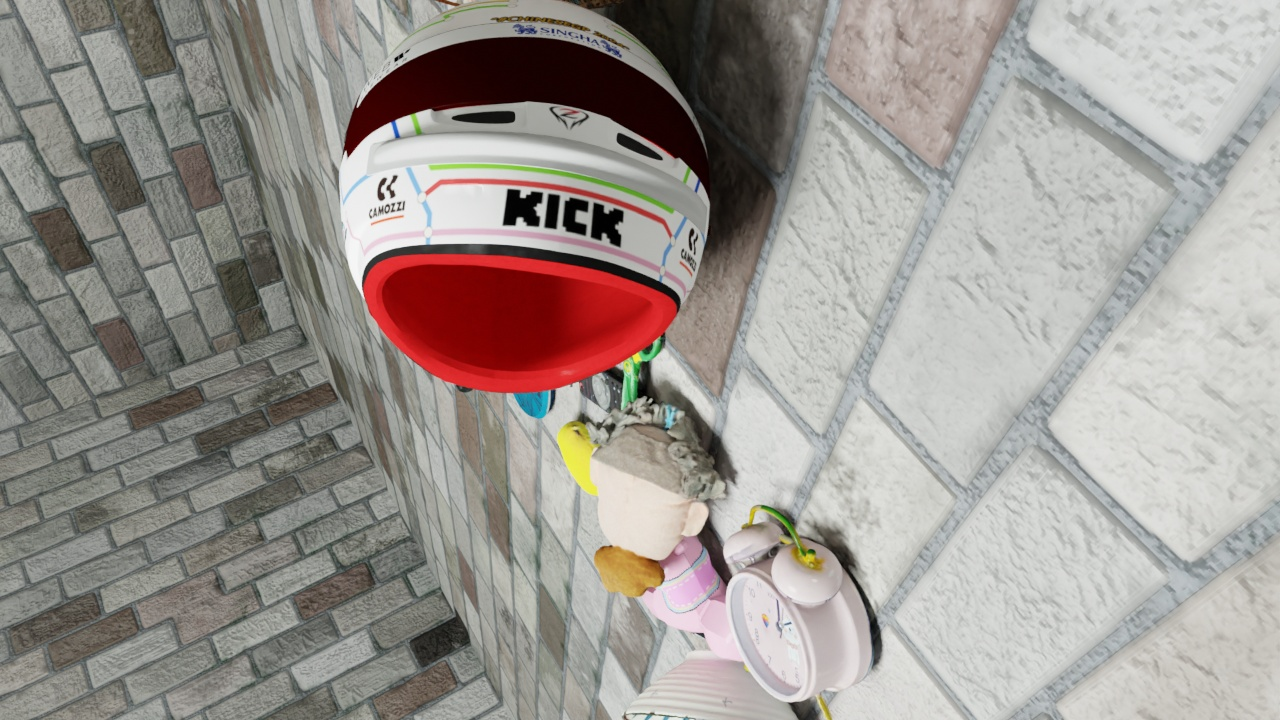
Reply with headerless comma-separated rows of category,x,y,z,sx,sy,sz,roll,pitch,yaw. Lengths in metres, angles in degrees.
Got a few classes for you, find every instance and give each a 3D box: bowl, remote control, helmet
bowl,0.075,0.315,0.858,0.178,0.177,0.070,118,165,-61
remote control,-0.027,0.031,0.902,0.140,0.021,0.045,29,129,56
helmet,-0.074,-0.117,0.600,0.315,0.231,0.235,136,140,-67

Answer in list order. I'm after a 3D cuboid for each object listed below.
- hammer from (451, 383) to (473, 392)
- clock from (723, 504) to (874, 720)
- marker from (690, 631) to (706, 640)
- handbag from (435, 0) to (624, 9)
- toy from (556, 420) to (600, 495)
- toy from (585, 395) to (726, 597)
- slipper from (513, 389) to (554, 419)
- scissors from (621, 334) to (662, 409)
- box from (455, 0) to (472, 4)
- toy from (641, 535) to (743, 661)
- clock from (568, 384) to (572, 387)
hammer,-0.237,-0.068,1.129,0.325,0.036,0.141,-115,16,-48
clock,0.113,0.182,0.692,0.117,0.058,0.158,17,120,59
marker,0.063,0.282,0.960,0.018,0.015,0.123,37,166,-25
handbag,-0.082,-0.277,0.628,0.196,0.043,0.093,1,124,38
toy,-0.062,0.112,1.029,0.095,0.041,0.094,38,150,46
toy,0.007,0.121,0.794,0.133,0.076,0.176,23,102,32
slipper,-0.153,-0.033,1.064,0.118,0.060,0.295,42,147,37
scissors,-0.015,0.000,0.827,0.078,0.013,0.132,43,136,34
box,-0.124,-0.251,0.761,0.120,0.094,0.217,-76,-17,-53
toy,0.050,0.208,0.842,0.158,0.067,0.123,13,134,57
clock,-0.111,-0.052,0.932,0.110,0.061,0.157,-148,46,-66
